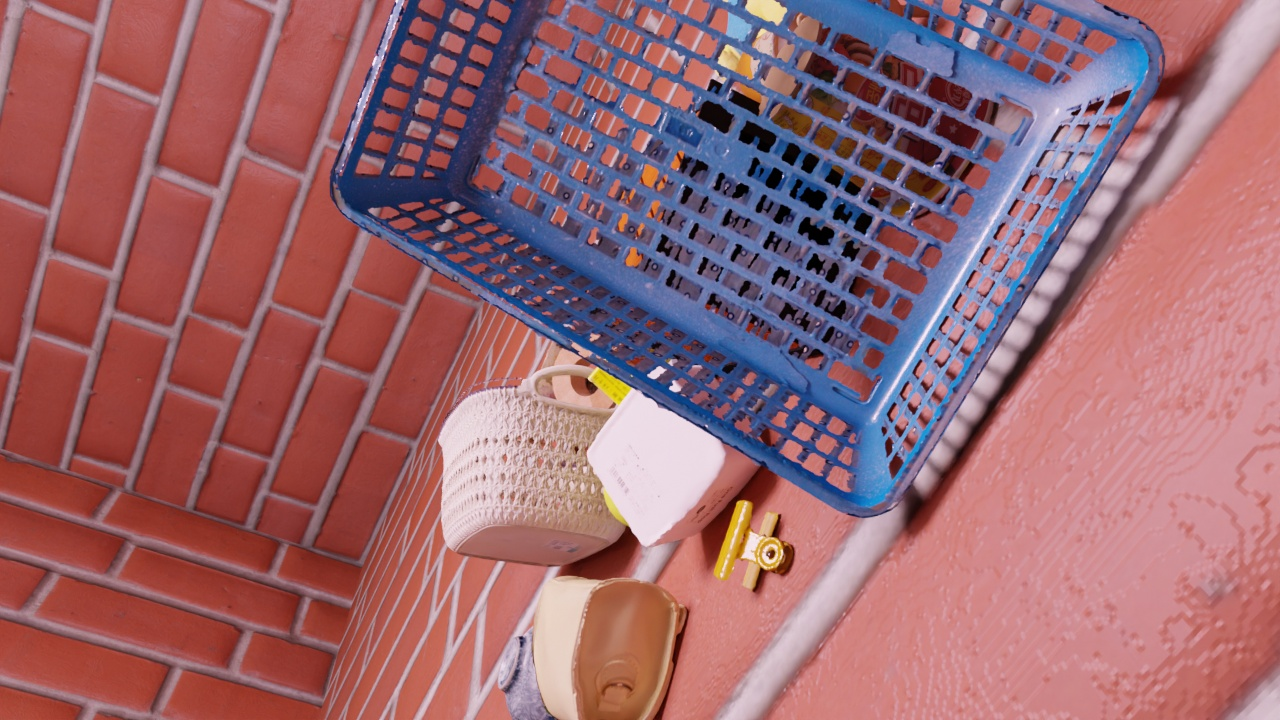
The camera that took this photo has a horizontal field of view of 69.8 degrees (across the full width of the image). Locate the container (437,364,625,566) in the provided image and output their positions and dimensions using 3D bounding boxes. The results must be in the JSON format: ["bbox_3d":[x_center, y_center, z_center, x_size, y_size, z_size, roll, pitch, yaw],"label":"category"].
[{"bbox_3d":[-0.100,0.111,0.884,0.252,0.184,0.143,138,138,-60],"label":"container"}]

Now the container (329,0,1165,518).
[{"bbox_3d":[0.034,-0.117,0.495,0.257,0.362,0.089,-63,-14,15],"label":"container"}]

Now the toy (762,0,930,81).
[{"bbox_3d":[0.146,-0.217,0.667,0.134,0.105,0.108,-102,27,-58],"label":"toy"}]

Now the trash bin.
[{"bbox_3d":[0.058,-0.083,0.677,0.172,0.139,0.139,-17,52,70],"label":"trash bin"}]

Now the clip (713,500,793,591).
[{"bbox_3d":[0.074,0.118,0.572,0.047,0.046,0.054,46,-117,-68],"label":"clip"}]

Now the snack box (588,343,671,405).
[{"bbox_3d":[-0.004,0.004,0.753,0.029,0.040,0.147,-49,-1,14],"label":"snack box"}]

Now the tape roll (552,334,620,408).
[{"bbox_3d":[-0.052,0.019,1.006,0.094,0.027,0.094,-4,83,34],"label":"tape roll"}]

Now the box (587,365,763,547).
[{"bbox_3d":[0.036,0.065,0.673,0.107,0.095,0.102,-52,57,28],"label":"box"}]

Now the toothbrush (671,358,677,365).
[{"bbox_3d":[0.031,-0.012,0.907,0.013,0.013,0.167,-64,15,15],"label":"toothbrush"}]

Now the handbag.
[{"bbox_3d":[-0.031,0.219,0.682,0.119,0.081,0.111,152,131,-64],"label":"handbag"}]

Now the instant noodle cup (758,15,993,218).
[{"bbox_3d":[0.138,-0.155,0.561,0.101,0.112,0.100,-57,19,31],"label":"instant noodle cup"}]

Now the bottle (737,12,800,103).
[{"bbox_3d":[0.141,-0.262,0.781,0.068,0.068,0.157,-68,16,-2],"label":"bottle"}]

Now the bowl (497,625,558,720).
[{"bbox_3d":[-0.093,0.279,0.828,0.115,0.060,0.114,-58,17,29],"label":"bowl"}]

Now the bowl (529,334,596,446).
[{"bbox_3d":[-0.090,0.044,1.098,0.145,0.063,0.145,22,-95,-88],"label":"bowl"}]

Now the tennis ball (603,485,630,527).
[{"bbox_3d":[0.003,0.104,0.741,0.065,0.065,0.065,-58,18,31],"label":"tennis ball"}]

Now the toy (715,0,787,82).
[{"bbox_3d":[0.140,-0.367,0.899,0.214,0.084,0.148,153,119,-66],"label":"toy"}]
